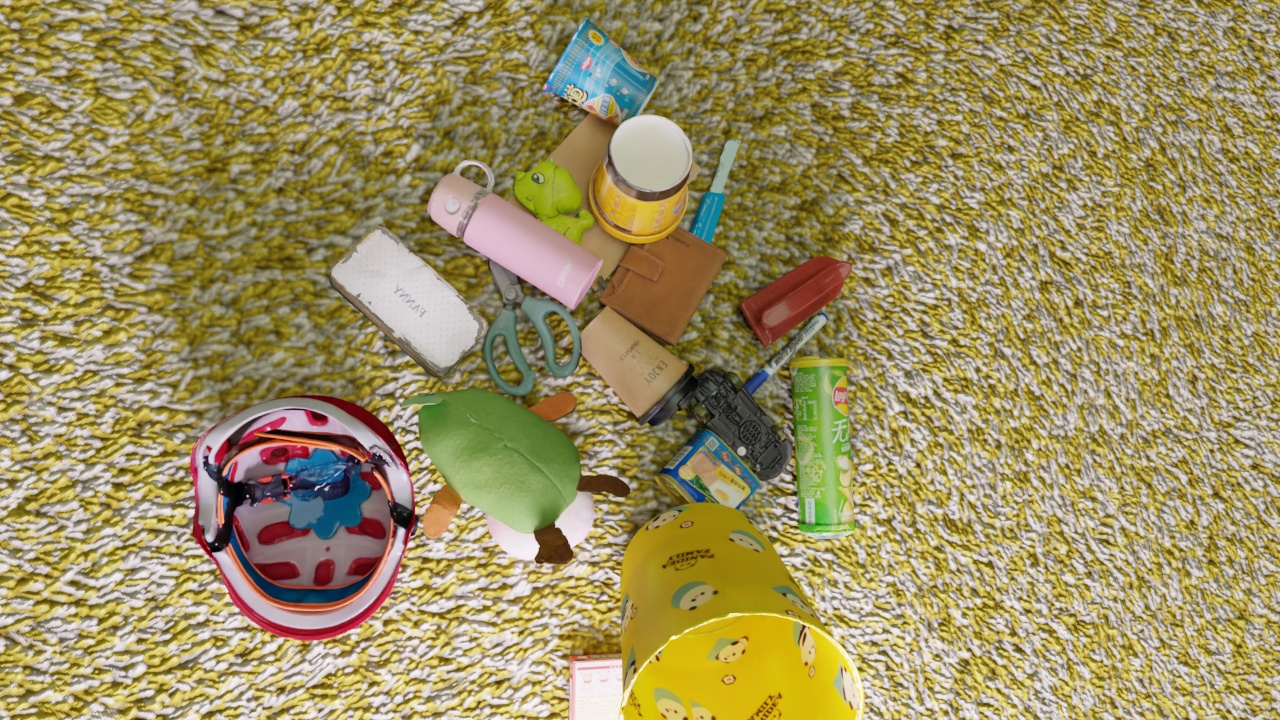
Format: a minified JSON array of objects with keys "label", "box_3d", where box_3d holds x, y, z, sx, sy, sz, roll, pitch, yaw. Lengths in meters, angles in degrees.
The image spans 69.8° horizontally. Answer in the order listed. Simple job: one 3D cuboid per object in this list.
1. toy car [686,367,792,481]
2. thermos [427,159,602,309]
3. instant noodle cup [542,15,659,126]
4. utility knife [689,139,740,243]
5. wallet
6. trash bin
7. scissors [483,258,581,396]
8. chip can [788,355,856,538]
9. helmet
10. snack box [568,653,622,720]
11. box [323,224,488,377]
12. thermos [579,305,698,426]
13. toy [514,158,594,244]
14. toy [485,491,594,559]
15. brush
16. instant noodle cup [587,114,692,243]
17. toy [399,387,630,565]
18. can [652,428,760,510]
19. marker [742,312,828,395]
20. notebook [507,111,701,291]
[{"label":"toy car","box_3d":[0.119,0.079,1.112,0.070,0.042,0.158,-42,97,-14]},{"label":"thermos","box_3d":[-0.136,-0.144,1.022,0.198,0.067,0.087,33,98,2]},{"label":"instant noodle cup","box_3d":[-0.042,-0.324,1.061,0.110,0.099,0.099,31,79,-13]},{"label":"utility knife","box_3d":[0.082,-0.175,1.128,0.034,0.018,0.218,22,83,-12]},{"label":"wallet","box_3d":[0.021,-0.100,1.091,0.119,0.035,0.130,30,79,-1]},{"label":"trash bin","box_3d":[0.079,0.287,0.954,0.229,0.255,0.230,-2,110,-6]},{"label":"scissors","box_3d":[-0.123,-0.053,1.044,0.144,0.019,0.180,-12,80,12]},{"label":"chip can","box_3d":[0.223,0.106,1.125,0.072,0.073,0.221,-1,87,-16]},{"label":"helmet","box_3d":[-0.329,0.144,0.934,0.207,0.144,0.240,-3,102,-7]},{"label":"snack box","box_3d":[-0.005,0.381,1.068,0.155,0.027,0.077,2,87,-15]},{"label":"box","box_3d":[-0.259,-0.067,1.007,0.184,0.061,0.089,45,76,-7]},{"label":"thermos","box_3d":[-0.006,0.006,1.061,0.143,0.093,0.093,44,77,-2]},{"label":"toy","box_3d":[-0.100,-0.182,1.062,0.096,0.031,0.100,5,90,-12]},{"label":"toy","box_3d":[-0.123,0.144,1.036,0.121,0.054,0.159,-21,81,-16]},{"label":"brush","box_3d":[0.195,-0.080,1.128,0.145,0.069,0.063,-33,97,-15]},{"label":"instant noodle cup","box_3d":[0.003,-0.208,1.037,0.118,0.115,0.118,2,75,-7]},{"label":"toy","box_3d":[-0.139,0.109,0.973,0.247,0.090,0.226,36,53,15]},{"label":"can","box_3d":[0.080,0.144,1.091,0.083,0.057,0.102,-45,99,-16]},{"label":"marker","box_3d":[0.182,-0.009,1.148,0.145,0.017,0.017,-42,98,-14]},{"label":"notebook","box_3d":[-0.043,-0.207,1.101,0.148,0.008,0.207,42,77,-10]}]
